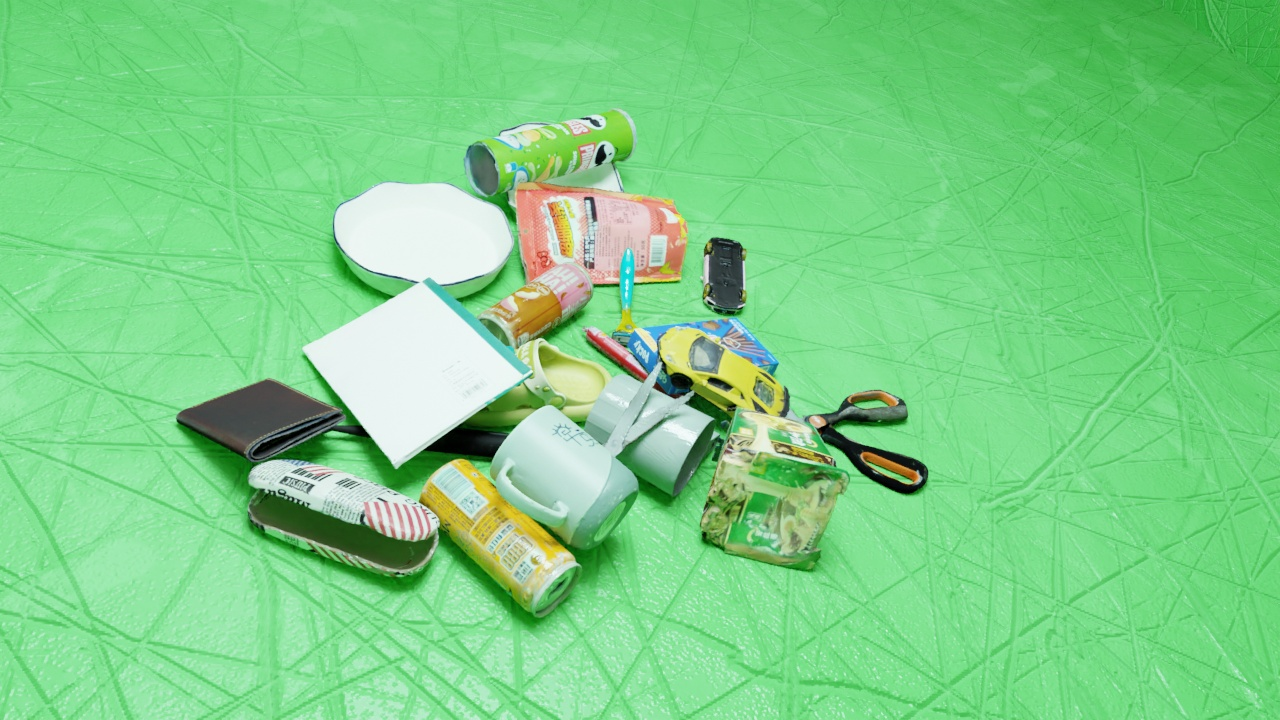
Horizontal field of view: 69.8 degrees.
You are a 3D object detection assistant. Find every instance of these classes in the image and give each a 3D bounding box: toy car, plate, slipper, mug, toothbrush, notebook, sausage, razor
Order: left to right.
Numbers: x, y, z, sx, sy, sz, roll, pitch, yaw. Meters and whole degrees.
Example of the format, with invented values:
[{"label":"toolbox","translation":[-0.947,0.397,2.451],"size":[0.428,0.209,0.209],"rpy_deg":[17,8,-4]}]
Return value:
[{"label":"notebook","translation":[-0.217,0.001,0.875],"size":[0.150,0.012,0.209],"rpy_deg":[-34,47,-19]},{"label":"toothbrush","translation":[-0.206,0.071,0.857],"size":[0.212,0.026,0.027],"rpy_deg":[7,11,-8]},{"label":"plate","translation":[-0.251,-0.138,1.067],"size":[0.205,0.046,0.204],"rpy_deg":[8,41,-7]},{"label":"slipper","translation":[-0.111,0.012,0.911],"size":[0.190,0.082,0.091],"rpy_deg":[3,43,-19]},{"label":"mug","translation":[-0.068,0.104,0.770],"size":[0.106,0.082,0.111],"rpy_deg":[39,25,16]},{"label":"plate","translation":[-0.109,-0.243,1.242],"size":[0.162,0.034,0.265],"rpy_deg":[2,42,-17]},{"label":"razor","translation":[-0.014,-0.074,1.064],"size":[0.043,0.028,0.132],"rpy_deg":[4,59,-10]},{"label":"sausage","translation":[-0.006,0.006,1.000],"size":[0.156,0.020,0.020],"rpy_deg":[37,44,22]},{"label":"mug","translation":[0.015,0.068,0.900],"size":[0.103,0.084,0.123],"rpy_deg":[27,14,15]},{"label":"toy car","translation":[0.085,0.018,0.947],"size":[0.156,0.041,0.071],"rpy_deg":[33,48,-12]},{"label":"toy car","translation":[0.104,-0.105,1.153],"size":[0.056,0.037,0.122],"rpy_deg":[8,53,-5]}]

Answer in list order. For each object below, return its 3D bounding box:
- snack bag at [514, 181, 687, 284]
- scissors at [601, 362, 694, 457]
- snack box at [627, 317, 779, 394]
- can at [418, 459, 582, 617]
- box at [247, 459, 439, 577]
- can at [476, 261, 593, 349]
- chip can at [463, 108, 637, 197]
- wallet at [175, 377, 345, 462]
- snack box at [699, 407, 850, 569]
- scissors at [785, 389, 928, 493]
[{"label":"snack bag","translation":[-0.047,-0.150,1.117],"size":[0.207,0.073,0.128],"rpy_deg":[-2,82,-22]},{"label":"scissors","translation":[-0.028,0.083,0.836],"size":[0.159,0.014,0.171],"rpy_deg":[-4,72,8]},{"label":"snack box","translation":[0.071,-0.007,1.018],"size":[0.156,0.026,0.084],"rpy_deg":[-8,45,-38]},{"label":"can","translation":[-0.119,0.147,0.770],"size":[0.146,0.058,0.058],"rpy_deg":[37,44,23]},{"label":"box","translation":[-0.241,0.114,0.751],"size":[0.163,0.079,0.074],"rpy_deg":[17,35,11]},{"label":"can","translation":[-0.115,-0.056,1.005],"size":[0.058,0.058,0.146],"rpy_deg":[31,43,18]},{"label":"chip can","translation":[-0.112,-0.271,1.189],"size":[0.235,0.072,0.072],"rpy_deg":[-25,54,-38]},{"label":"wallet","translation":[-0.337,0.049,0.814],"size":[0.122,0.020,0.096],"rpy_deg":[17,30,36]},{"label":"snack box","translation":[0.121,0.109,0.860],"size":[0.117,0.118,0.105],"rpy_deg":[14,30,-2]},{"label":"scissors","translation":[0.213,0.075,0.989],"size":[0.220,0.022,0.223],"rpy_deg":[-20,52,-35]}]
